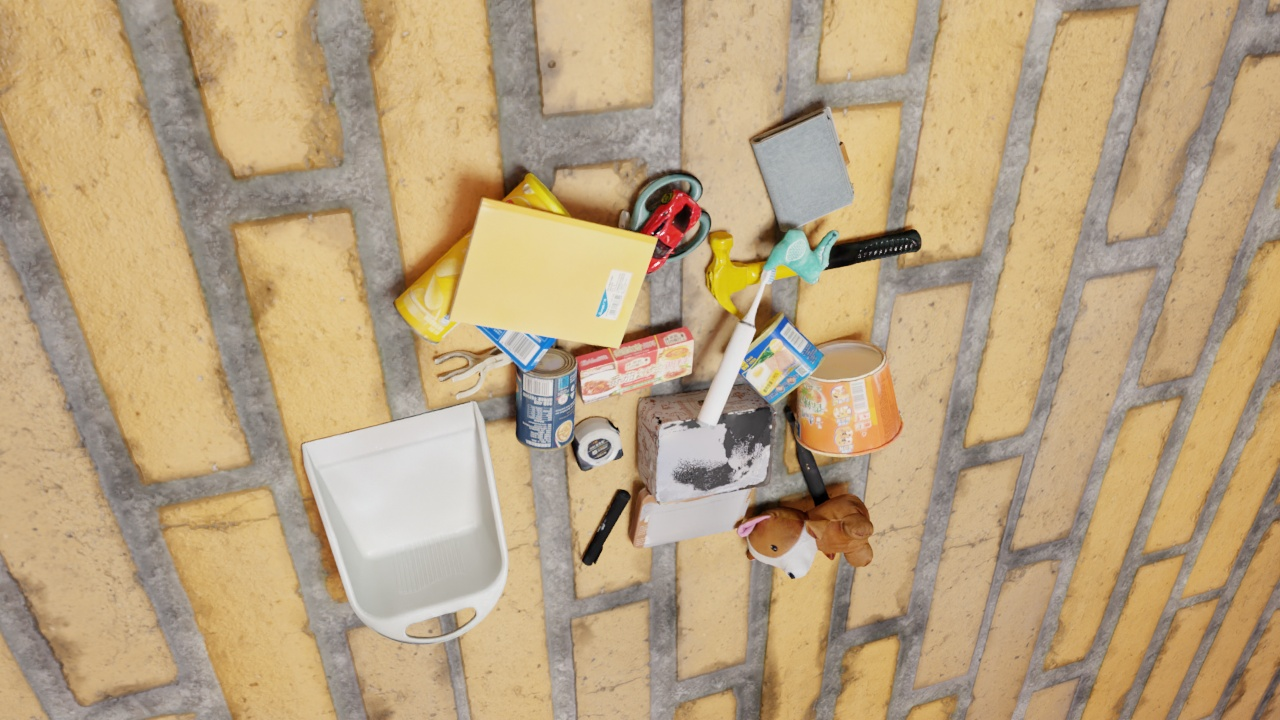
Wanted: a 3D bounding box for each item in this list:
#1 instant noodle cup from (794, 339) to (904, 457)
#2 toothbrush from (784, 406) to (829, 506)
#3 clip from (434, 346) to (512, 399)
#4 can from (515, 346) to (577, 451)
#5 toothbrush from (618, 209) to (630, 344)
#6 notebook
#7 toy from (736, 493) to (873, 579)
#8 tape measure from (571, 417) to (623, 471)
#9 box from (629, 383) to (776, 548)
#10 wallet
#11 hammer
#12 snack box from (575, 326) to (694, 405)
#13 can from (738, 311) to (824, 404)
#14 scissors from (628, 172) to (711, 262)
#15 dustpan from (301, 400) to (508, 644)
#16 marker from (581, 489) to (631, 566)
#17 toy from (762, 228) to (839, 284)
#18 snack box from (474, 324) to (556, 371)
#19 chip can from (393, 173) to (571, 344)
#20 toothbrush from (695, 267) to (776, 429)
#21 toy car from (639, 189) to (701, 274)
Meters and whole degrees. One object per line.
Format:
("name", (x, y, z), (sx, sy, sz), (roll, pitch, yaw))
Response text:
("instant noodle cup", (0.281, 0.047, 1.262), (0.151, 0.151, 0.111), (-18, 117, -11))
("toothbrush", (0.249, 0.148, 1.381), (0.026, 0.027, 0.213), (-20, 126, 9))
("clip", (-0.195, 0.013, 1.101), (0.101, 0.096, 0.035), (-7, 123, -4))
("can", (-0.118, 0.046, 1.143), (0.075, 0.075, 0.111), (-6, 122, -18))
("toothbrush", (-0.025, -0.096, 1.130), (0.016, 0.017, 0.188), (-11, 121, -25))
("notebook", (-0.095, -0.091, 1.016), (0.206, 0.010, 0.146), (9, 116, -25))
("toy", (0.251, 0.272, 1.390), (0.200, 0.130, 0.140), (-3, 138, 13))
("tape measure", (-0.059, 0.110, 1.232), (0.065, 0.033, 0.066), (-18, 127, -13))
("box", (0.084, 0.167, 1.293), (0.178, 0.102, 0.261), (-7, 117, -18))
("wallet", (0.202, -0.233, 1.120), (0.106, 0.037, 0.130), (-23, 125, 6))
("hammer", (0.228, -0.129, 1.196), (0.300, 0.033, 0.129), (-13, 124, -13))
("snack box", (-0.007, 0.007, 1.179), (0.152, 0.025, 0.075), (-16, 145, -12))
("can", (0.177, -0.001, 1.202), (0.083, 0.057, 0.102), (44, 133, -2))
("scissors", (0.004, -0.169, 1.080), (0.185, 0.019, 0.129), (-14, 122, -24))
("dustpan", (-0.276, 0.217, 1.149), (0.222, 0.142, 0.258), (-14, 125, -13))
("marker", (-0.049, 0.243, 1.326), (0.022, 0.020, 0.132), (20, 112, -18))
("toy", (0.206, -0.133, 1.149), (0.092, 0.030, 0.096), (33, 97, -38))
("snack box", (-0.115, -0.073, 1.071), (0.084, 0.026, 0.157), (41, 103, 7))
("chip can", (-0.176, -0.112, 1.026), (0.213, 0.072, 0.072), (-42, 126, 8))
("toothbrush", (0.123, -0.018, 1.163), (0.026, 0.027, 0.221), (17, 98, -42))
("toy car", (0.027, -0.148, 1.075), (0.049, 0.031, 0.106), (34, 99, -37))
